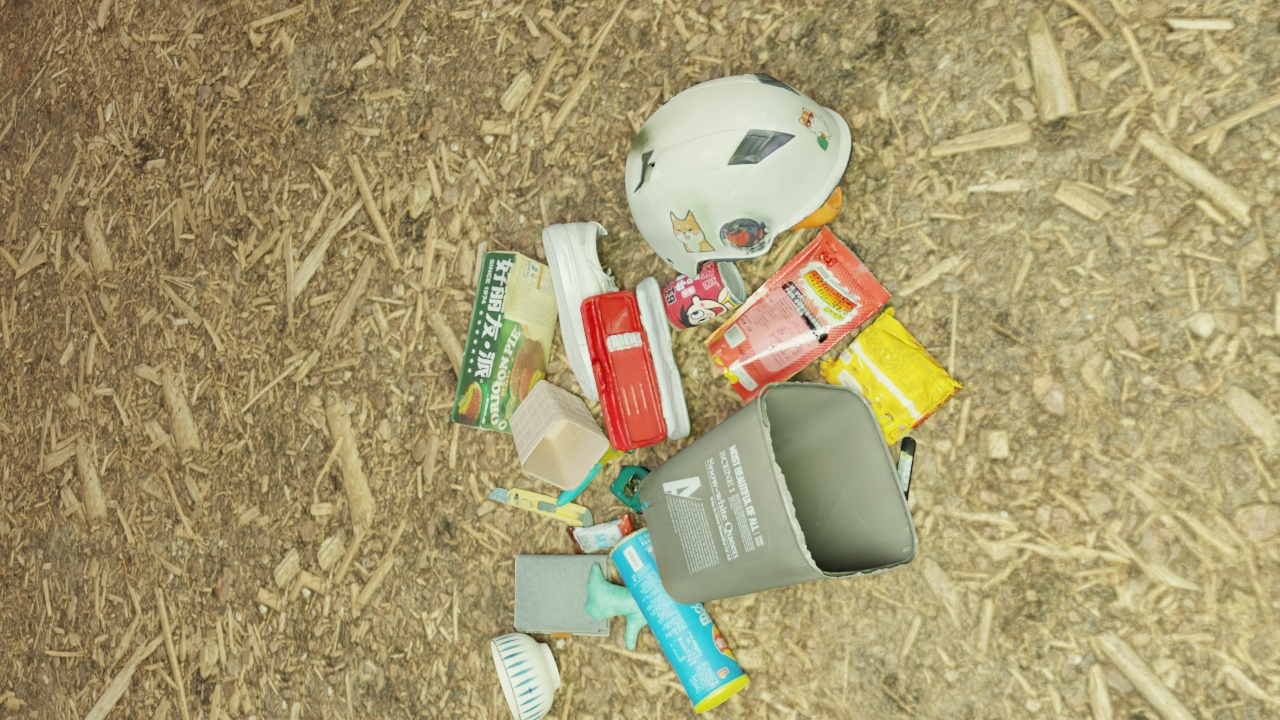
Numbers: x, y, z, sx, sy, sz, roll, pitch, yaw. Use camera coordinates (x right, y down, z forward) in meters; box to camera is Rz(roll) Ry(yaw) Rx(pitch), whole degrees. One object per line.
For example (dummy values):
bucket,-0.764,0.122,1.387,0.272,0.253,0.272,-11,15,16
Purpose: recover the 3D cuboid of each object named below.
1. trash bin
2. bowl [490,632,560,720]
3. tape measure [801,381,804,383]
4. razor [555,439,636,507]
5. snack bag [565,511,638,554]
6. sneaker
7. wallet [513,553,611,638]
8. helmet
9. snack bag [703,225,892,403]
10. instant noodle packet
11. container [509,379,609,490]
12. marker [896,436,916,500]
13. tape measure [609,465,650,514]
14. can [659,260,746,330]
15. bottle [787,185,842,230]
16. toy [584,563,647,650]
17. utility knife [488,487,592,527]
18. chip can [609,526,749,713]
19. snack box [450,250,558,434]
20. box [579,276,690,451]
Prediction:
trash bin,0.132,0.154,0.971,0.220,0.198,0.198,-32,64,41
bowl,-0.142,0.399,1.167,0.066,0.117,0.116,-17,64,-19
tape measure,0.174,0.050,1.058,0.057,0.057,0.039,-29,65,27
razor,-0.064,0.146,1.204,0.043,0.028,0.133,45,102,4
snack bag,-0.048,0.226,1.177,0.105,0.026,0.045,-18,102,27
sneaker,-0.060,-0.068,1.223,0.090,0.090,0.242,164,93,-74
wallet,-0.100,0.305,1.187,0.130,0.037,0.106,-4,79,20
helmet,0.087,-0.234,1.060,0.275,0.157,0.229,-18,49,42
snack bag,0.178,-0.048,1.076,0.208,0.073,0.128,-41,60,13
instant noodle packet,0.273,0.018,1.011,0.111,0.044,0.128,-44,60,16
container,-0.111,0.093,1.193,0.090,0.090,0.111,-52,34,13
marker,0.283,0.144,0.997,0.018,0.015,0.124,7,81,32
tape measure,-0.008,0.161,1.168,0.058,0.025,0.054,35,100,32
can,0.076,-0.082,1.140,0.094,0.066,0.066,-25,68,26
bottle,0.166,-0.184,1.111,0.150,0.066,0.066,-11,74,38
toy,-0.024,0.306,1.134,0.092,0.030,0.096,7,81,7
utility knife,-0.136,0.198,1.250,0.183,0.019,0.031,8,78,37
chip can,0.042,0.301,1.079,0.071,0.071,0.210,-43,61,18
snack box,-0.179,-0.021,1.259,0.063,0.114,0.240,8,85,32
box,-0.007,0.007,1.129,0.094,0.100,0.201,-12,86,-15
